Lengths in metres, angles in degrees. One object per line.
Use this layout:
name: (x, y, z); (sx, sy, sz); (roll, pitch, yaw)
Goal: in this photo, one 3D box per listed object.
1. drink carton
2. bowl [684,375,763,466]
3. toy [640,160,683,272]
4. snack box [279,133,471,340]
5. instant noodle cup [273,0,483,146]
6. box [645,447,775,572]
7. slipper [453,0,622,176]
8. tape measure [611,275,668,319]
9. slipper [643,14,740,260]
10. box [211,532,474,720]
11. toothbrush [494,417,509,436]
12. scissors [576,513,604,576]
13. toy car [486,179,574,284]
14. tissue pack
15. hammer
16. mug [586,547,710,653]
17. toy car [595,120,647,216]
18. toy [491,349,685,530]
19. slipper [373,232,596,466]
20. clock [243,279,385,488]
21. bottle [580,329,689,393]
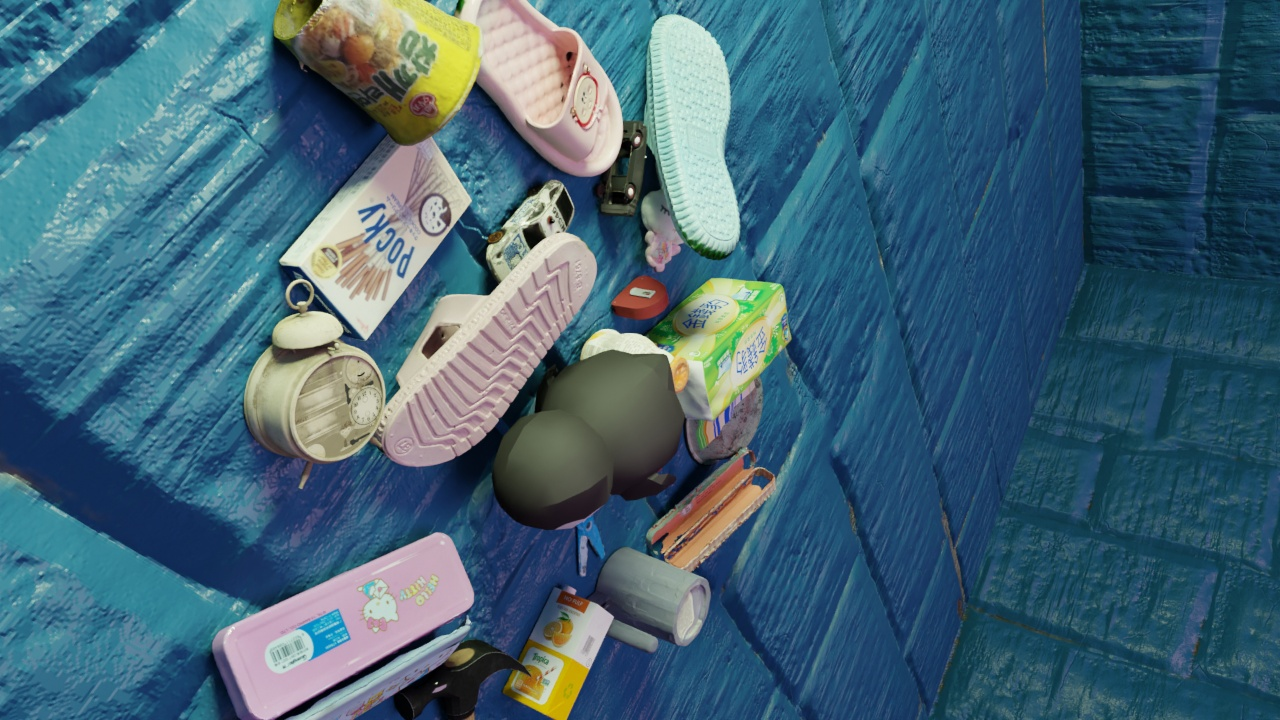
drink carton: (-0.082, 0.297, 0.938); (0.122, 0.059, 0.040); (-63, 144, -21)
bowl: (0.114, 0.062, 1.170); (0.157, 0.039, 0.157); (-23, 118, -51)
toy: (0.031, -0.156, 0.978); (0.076, 0.037, 0.125); (29, 69, -47)
snack box: (-0.191, -0.098, 0.681); (0.149, 0.026, 0.082); (-60, 143, -26)
instant noodle cup: (-0.177, -0.213, 0.613); (0.108, 0.102, 0.102); (27, 77, -46)
box: (0.092, 0.184, 1.126); (0.186, 0.055, 0.076); (-39, 99, -26)
slipper: (-0.077, -0.240, 0.780); (0.221, 0.056, 0.106); (33, 71, -54)
tape measure: (0.005, -0.067, 0.957); (0.058, 0.051, 0.019); (-47, 136, -37)
slipper: (0.044, -0.224, 0.926); (0.115, 0.070, 0.275); (12, 66, -45)
box: (-0.220, 0.231, 0.717); (0.213, 0.062, 0.140); (-19, 119, -52)
toothbrush: (-0.114, 0.075, 0.859); (0.014, 0.016, 0.167); (-61, 143, -27)
scissors: (-0.066, 0.173, 0.967); (0.113, 0.013, 0.141); (-13, 112, -55)
toy car: (-0.094, -0.111, 0.808); (0.112, 0.041, 0.048); (-56, 140, -28)
tissue pack: (0.088, 0.011, 1.052); (0.197, 0.120, 0.141); (-36, 126, -36)
hammer: (-0.162, 0.412, 0.881); (0.132, 0.040, 0.306); (-22, 119, -48)
mug: (0.003, 0.271, 1.014); (0.123, 0.104, 0.084); (-26, 122, -50)
toy car: (-0.015, -0.186, 0.897); (0.037, 0.040, 0.092); (3, 96, -57)
toy: (-0.050, 0.073, 0.814); (0.183, 0.159, 0.140); (-37, 165, -46)
slipper: (-0.132, -0.014, 0.762); (0.239, 0.064, 0.094); (-50, 143, -15)
clock: (-0.224, 0.012, 0.642); (0.092, 0.055, 0.141); (-31, 127, -48)
bottle: (-0.005, 0.005, 0.913); (0.063, 0.109, 0.063); (-24, 119, -51)
